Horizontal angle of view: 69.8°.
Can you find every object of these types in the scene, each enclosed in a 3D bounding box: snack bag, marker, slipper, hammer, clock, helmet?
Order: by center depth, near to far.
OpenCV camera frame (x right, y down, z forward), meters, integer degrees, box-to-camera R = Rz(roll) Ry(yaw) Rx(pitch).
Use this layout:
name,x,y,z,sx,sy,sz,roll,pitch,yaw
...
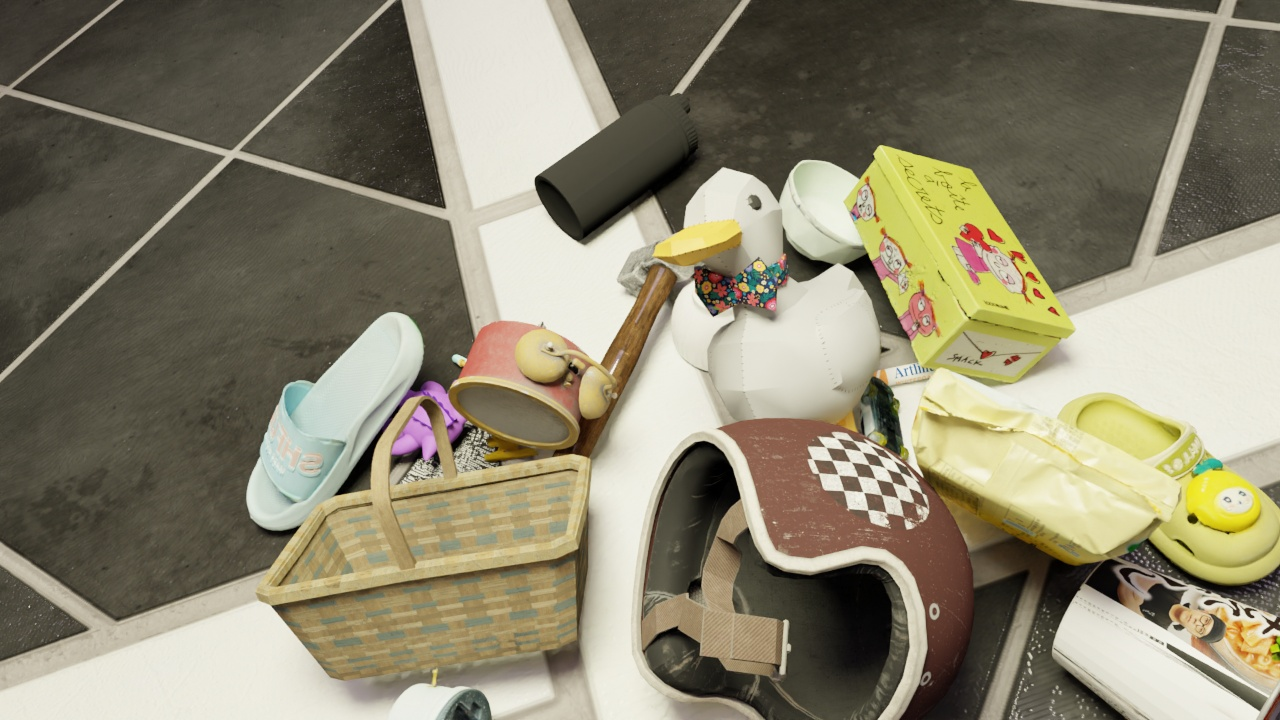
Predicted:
name,x,y,z,sx,sy,sz,roll,pitch,yaw
helmet,0.100,0.150,0.622,0.253,0.234,0.233,13,44,-18
snack bag,0.272,0.087,0.654,0.160,0.247,0.068,27,87,23
clock,-0.157,0.299,0.687,0.057,0.083,0.117,2,51,22
slipper,0.412,0.081,0.711,0.091,0.082,0.190,-29,50,-12
clock,-0.087,0.013,0.795,0.159,0.117,0.081,-11,50,43
hammer,-0.005,0.005,0.841,0.218,0.037,0.300,-10,49,61
marker,0.231,0.015,0.845,0.145,0.017,0.017,-12,52,5
slipper,-0.304,0.050,0.880,0.245,0.074,0.104,-50,49,5

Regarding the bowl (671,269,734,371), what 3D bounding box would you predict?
name,x,y,z,sx,sy,sz,roll,pitch,yaw
bowl,0.084,-0.052,0.903,0.118,0.062,0.117,-7,52,9

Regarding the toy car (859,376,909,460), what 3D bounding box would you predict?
name,x,y,z,sx,sy,sz,roll,pitch,yaw
toy car,0.210,0.055,0.809,0.027,0.038,0.089,-37,38,39

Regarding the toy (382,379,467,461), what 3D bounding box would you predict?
name,x,y,z,sx,sy,sz,roll,pitch,yaw
toy,-0.209,0.055,0.900,0.088,0.056,0.105,29,65,32

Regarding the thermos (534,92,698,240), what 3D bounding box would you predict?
name,x,y,z,sx,sy,sz,roll,pitch,yaw
thermos,-0.017,-0.228,1.047,0.198,0.086,0.086,-39,54,-15

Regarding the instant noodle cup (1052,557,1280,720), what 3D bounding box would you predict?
name,x,y,z,sx,sy,sz,roll,pitch,yaw
instant noodle cup,0.358,0.200,0.618,0.123,0.124,0.122,-43,47,-19

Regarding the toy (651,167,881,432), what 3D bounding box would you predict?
name,x,y,z,sx,sy,sz,roll,pitch,yaw
toy,0.118,-0.030,0.758,0.141,0.267,0.246,-4,14,41

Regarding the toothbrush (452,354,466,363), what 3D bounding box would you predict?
name,x,y,z,sx,sy,sz,roll,pitch,yaw
toothbrush,-0.135,0.025,0.913,0.181,0.016,0.016,24,89,41

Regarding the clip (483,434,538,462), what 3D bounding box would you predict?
name,x,y,z,sx,sy,sz,roll,pitch,yaw
clip,-0.127,0.072,0.876,0.054,0.049,0.044,-9,17,9

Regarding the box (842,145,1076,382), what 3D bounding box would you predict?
name,x,y,z,sx,sy,sz,roll,pitch,yaw
box,0.283,-0.093,0.842,0.124,0.082,0.220,10,48,-24

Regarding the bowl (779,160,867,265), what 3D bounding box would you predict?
name,x,y,z,sx,sy,sz,roll,pitch,yaw
bowl,0.187,-0.142,0.934,0.117,0.061,0.117,17,48,-20

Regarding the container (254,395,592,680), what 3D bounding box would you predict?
name,x,y,z,sx,sy,sz,roll,pitch,yaw
container,-0.164,0.130,0.728,0.250,0.186,0.157,-11,20,6
